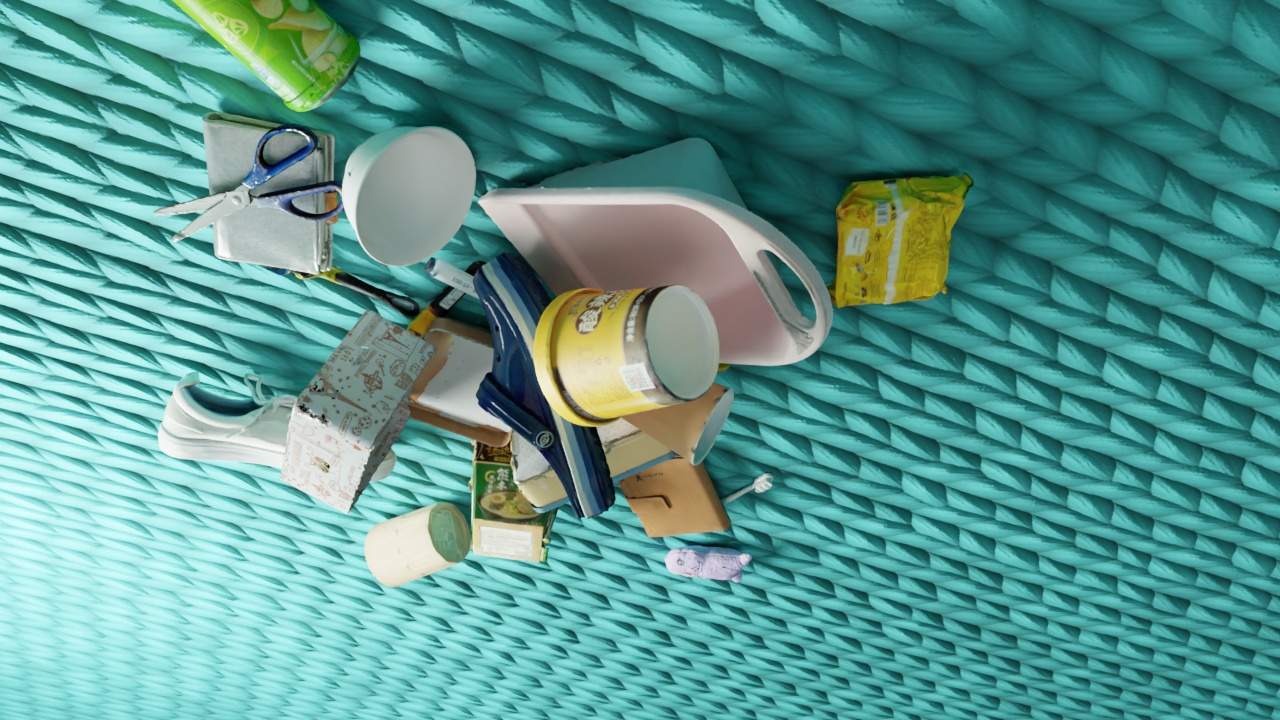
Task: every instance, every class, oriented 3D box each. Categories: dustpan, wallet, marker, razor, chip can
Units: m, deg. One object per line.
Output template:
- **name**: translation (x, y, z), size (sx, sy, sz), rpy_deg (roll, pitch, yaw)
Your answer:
- **dustpan**: translation (0.015, -0.064, 0.762), size (0.274, 0.138, 0.222), rpy_deg (-21, 133, 24)
- **wallet**: translation (0.036, 0.155, 1.070), size (0.108, 0.031, 0.132), rpy_deg (-11, 128, 19)
- **marker**: translation (-0.140, -0.063, 0.853), size (0.130, 0.018, 0.023), rpy_deg (27, 106, -34)
- **razor**: translation (-0.273, -0.075, 0.861), size (0.142, 0.022, 0.042), rpy_deg (25, 90, -25)
- **chip can**: translation (-0.291, -0.265, 0.618), size (0.073, 0.072, 0.221), rpy_deg (-25, 130, 28)
- **wallet**: translation (-0.310, -0.140, 0.779), size (0.106, 0.036, 0.130), rpy_deg (9, 126, -6)
- **marker**: translation (-0.186, -0.058, 0.878), size (0.018, 0.015, 0.124), rpy_deg (32, 128, -29)

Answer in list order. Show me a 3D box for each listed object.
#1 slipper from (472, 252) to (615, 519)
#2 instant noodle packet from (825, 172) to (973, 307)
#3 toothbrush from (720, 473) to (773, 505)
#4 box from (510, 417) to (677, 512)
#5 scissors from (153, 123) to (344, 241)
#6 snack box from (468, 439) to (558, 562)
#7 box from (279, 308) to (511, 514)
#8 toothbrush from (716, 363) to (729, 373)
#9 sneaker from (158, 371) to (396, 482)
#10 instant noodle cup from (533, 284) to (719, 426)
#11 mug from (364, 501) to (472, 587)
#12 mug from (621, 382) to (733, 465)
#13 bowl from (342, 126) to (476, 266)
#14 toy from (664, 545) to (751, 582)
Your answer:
- **slipper**: translation (-0.097, 0.029, 0.828), size (0.095, 0.105, 0.253), rpy_deg (-22, 101, -3)
- **instant noodle packet**: translation (0.214, -0.101, 0.774), size (0.111, 0.044, 0.129), rpy_deg (-6, 140, 2)
- **toothbrush**: translation (0.091, 0.179, 1.108), size (0.016, 0.016, 0.181), rpy_deg (38, 128, -23)
- **box**: translation (-0.055, 0.086, 0.942), size (0.184, 0.089, 0.059), rpy_deg (-24, 133, 11)
- **scissors**: translation (-0.324, -0.143, 0.747), size (0.171, 0.012, 0.141), rpy_deg (9, 126, -5)
- **snack box**: translation (-0.147, 0.162, 1.045), size (0.117, 0.105, 0.118), rpy_deg (8, 137, -3)
- **box**: translation (-0.223, 0.067, 0.896), size (0.226, 0.156, 0.181), rpy_deg (19, 142, -17)
- **toothbrush**: translation (-0.006, 0.005, 0.930), size (0.191, 0.016, 0.018), rpy_deg (0, 146, 4)
- **sneaker**: translation (-0.379, 0.068, 0.988), size (0.242, 0.089, 0.091), rpy_deg (13, 107, -25)
- **instant noodle cup**: translation (-0.007, -0.007, 0.754), size (0.115, 0.118, 0.118), rpy_deg (-7, 140, 42)
- **mug**: translation (-0.266, 0.233, 1.161), size (0.104, 0.084, 0.124), rpy_deg (-23, 155, 24)
- **mug**: translation (0.016, 0.036, 0.857), size (0.123, 0.078, 0.078), rpy_deg (26, 140, 16)
- **bowl**: translation (-0.198, -0.143, 0.738), size (0.065, 0.118, 0.118), rpy_deg (34, 145, 27)
- **toy**: translation (0.085, 0.262, 1.183), size (0.108, 0.038, 0.084), rpy_deg (3, 144, -1)
